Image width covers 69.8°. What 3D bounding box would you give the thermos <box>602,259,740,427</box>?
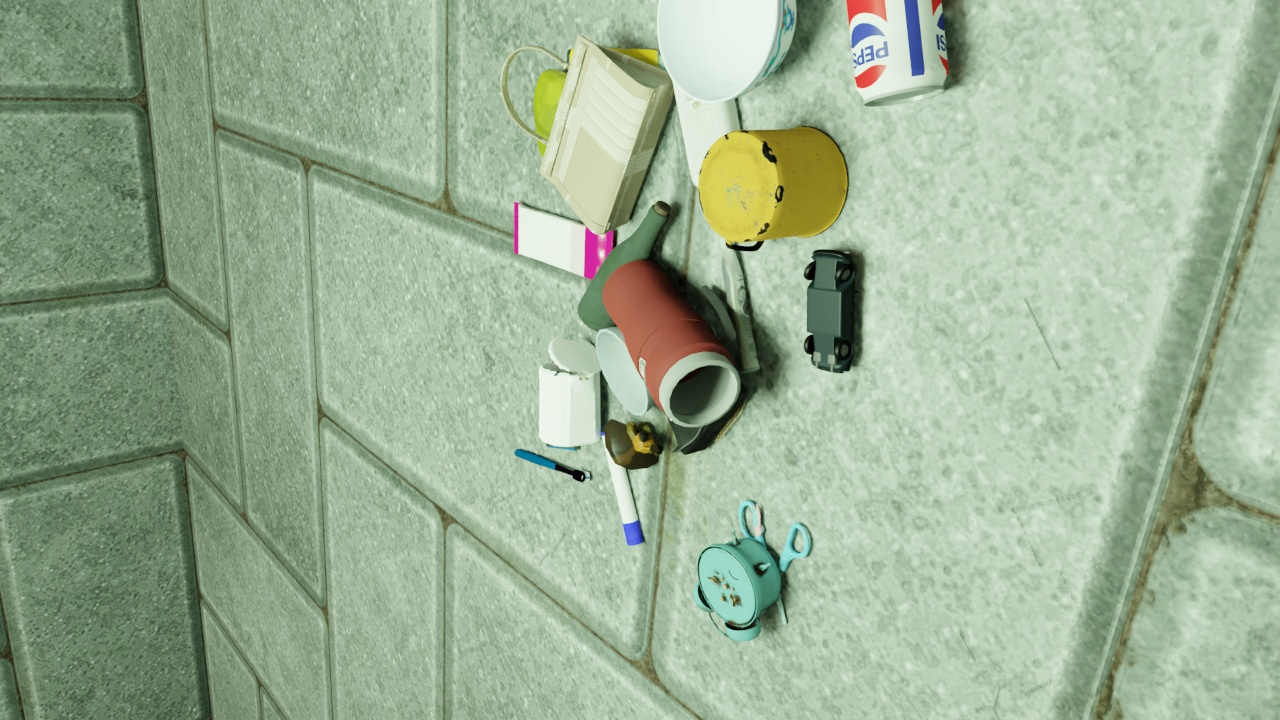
[{"bbox_3d":[0.037,-0.028,0.922,0.084,0.108,0.198,64,177,-39],"label":"thermos"}]

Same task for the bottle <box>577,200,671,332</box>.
[{"bbox_3d":[-0.013,-0.106,1.012,0.055,0.055,0.175,55,134,24],"label":"bottle"}]

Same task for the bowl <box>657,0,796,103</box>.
[{"bbox_3d":[0.091,-0.305,0.821,0.144,0.074,0.144,16,112,46],"label":"bowl"}]

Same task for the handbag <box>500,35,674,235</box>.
[{"bbox_3d":[-0.076,-0.265,0.991,0.198,0.062,0.176,36,130,17],"label":"handbag"}]

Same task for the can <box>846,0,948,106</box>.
[{"bbox_3d":[0.196,-0.270,0.710,0.070,0.070,0.132,-1,99,50],"label":"can"}]

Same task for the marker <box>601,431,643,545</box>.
[{"bbox_3d":[-0.023,0.155,1.121,0.020,0.020,0.141,-15,89,50],"label":"marker"}]

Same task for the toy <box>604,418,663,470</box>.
[{"bbox_3d":[-0.004,0.095,1.052,0.076,0.062,0.100,45,160,-17],"label":"toy"}]

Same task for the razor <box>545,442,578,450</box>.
[{"bbox_3d":[-0.094,0.045,1.176,0.043,0.022,0.144,7,105,5],"label":"razor"}]

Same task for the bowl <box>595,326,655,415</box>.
[{"bbox_3d":[-0.006,0.006,1.033,0.106,0.039,0.106,47,152,35],"label":"bowl"}]

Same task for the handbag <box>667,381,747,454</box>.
[{"bbox_3d":[0.061,0.041,0.968,0.079,0.054,0.129,60,140,25],"label":"handbag"}]

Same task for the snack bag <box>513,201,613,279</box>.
[{"bbox_3d":[-0.098,-0.145,1.129,0.197,0.016,0.070,23,117,43],"label":"snack bag"}]

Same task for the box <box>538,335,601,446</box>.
[{"bbox_3d":[-0.082,0.037,1.116,0.089,0.080,0.143,25,118,61],"label":"box"}]

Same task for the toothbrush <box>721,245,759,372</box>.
[{"bbox_3d":[0.095,-0.080,0.920,0.024,0.022,0.185,-6,94,47],"label":"toothbrush"}]

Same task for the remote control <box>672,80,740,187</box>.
[{"bbox_3d":[0.066,-0.240,0.901,0.060,0.025,0.138,-7,96,46],"label":"remote control"}]

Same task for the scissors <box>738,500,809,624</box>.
[{"bbox_3d":[0.147,0.211,0.949,0.111,0.015,0.141,-15,95,51],"label":"scissors"}]

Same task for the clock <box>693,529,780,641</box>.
[{"bbox_3d":[0.100,0.242,0.965,0.090,0.053,0.124,41,134,37],"label":"clock"}]

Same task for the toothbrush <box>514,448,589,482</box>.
[{"bbox_3d":[-0.122,0.140,1.235,0.168,0.014,0.014,11,97,51],"label":"toothbrush"}]

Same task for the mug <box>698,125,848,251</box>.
[{"bbox_3d":[0.111,-0.147,0.824,0.100,0.093,0.124,48,132,30],"label":"mug"}]

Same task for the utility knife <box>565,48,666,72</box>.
[{"bbox_3d":[-0.005,-0.315,0.973,0.224,0.019,0.030,20,120,44],"label":"utility knife"}]

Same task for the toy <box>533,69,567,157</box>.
[{"bbox_3d":[-0.093,-0.276,1.061,0.090,0.051,0.110,36,127,34],"label":"toy"}]

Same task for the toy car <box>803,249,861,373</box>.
[{"bbox_3d":[0.173,-0.044,0.827,0.046,0.034,0.112,14,111,47],"label":"toy car"}]
